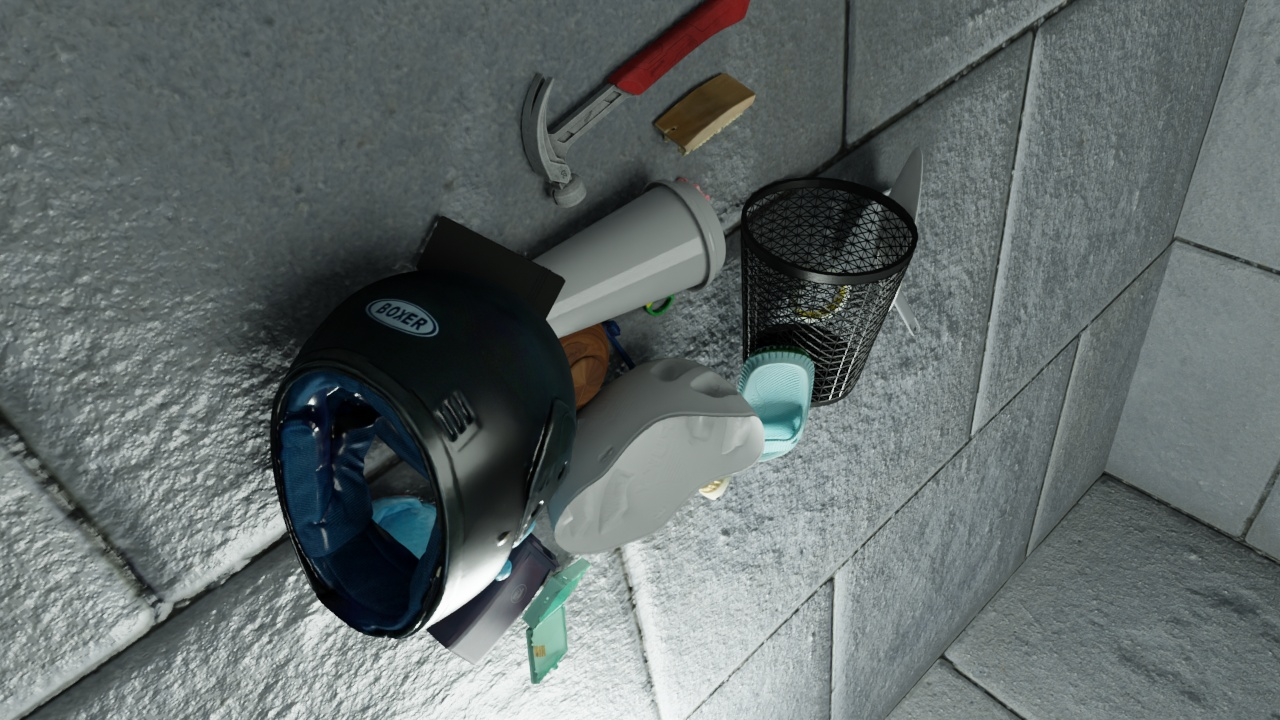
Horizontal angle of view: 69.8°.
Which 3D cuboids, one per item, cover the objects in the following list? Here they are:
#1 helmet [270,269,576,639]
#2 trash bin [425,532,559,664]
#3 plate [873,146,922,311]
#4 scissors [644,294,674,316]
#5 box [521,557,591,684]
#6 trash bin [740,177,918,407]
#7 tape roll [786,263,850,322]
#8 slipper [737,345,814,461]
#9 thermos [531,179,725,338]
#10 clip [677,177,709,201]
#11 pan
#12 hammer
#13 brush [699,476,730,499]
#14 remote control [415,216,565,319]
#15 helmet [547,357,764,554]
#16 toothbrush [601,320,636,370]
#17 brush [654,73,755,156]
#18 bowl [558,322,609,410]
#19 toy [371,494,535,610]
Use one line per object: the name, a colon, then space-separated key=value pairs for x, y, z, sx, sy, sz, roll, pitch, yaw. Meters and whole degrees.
helmet: x=-0.178 y=0.070 z=0.835 sx=0.235 sy=0.249 sz=0.317 roll=-41 pitch=146 yaw=-53
trash bin: x=-0.185 y=0.267 z=1.095 sx=0.160 sy=0.092 sz=0.094 roll=-51 pitch=142 yaw=-15
plate: x=0.348 y=-0.182 z=1.273 sx=0.229 sy=0.030 sz=0.229 roll=11 pitch=88 yaw=-83
scissors: x=-0.001 y=-0.082 z=1.110 sx=0.130 sy=0.014 sz=0.071 roll=-12 pitch=124 yaw=-44
box: x=-0.110 y=0.329 z=1.184 sx=0.187 sy=0.057 sz=0.138 roll=37 pitch=71 yaw=-80
trash bin: x=0.230 y=-0.080 z=1.218 sx=0.216 sy=0.217 sz=0.244 roll=-31 pitch=142 yaw=-31
tape roll: x=0.262 y=-0.099 z=1.348 sx=0.094 sy=0.019 sz=0.094 roll=-9 pitch=130 yaw=-11
slipper: x=0.169 y=0.077 z=1.208 sx=0.116 sy=0.069 sz=0.277 roll=-1 pitch=145 yaw=-2
thermos: x=-0.029 y=-0.100 z=0.986 sx=0.221 sy=0.131 sz=0.132 roll=-28 pitch=134 yaw=-22
clip: x=0.067 y=-0.196 z=1.087 sx=0.060 sy=0.044 sz=0.023 roll=33 pitch=93 yaw=-39
pan: x=0.390 y=-0.137 z=1.469 sx=0.200 sy=0.051 sz=0.356 roll=-52 pitch=142 yaw=-7
hammer: x=0.004 y=-0.301 z=0.947 sx=0.315 sy=0.036 sz=0.126 roll=-44 pitch=138 yaw=-18
brush: x=0.169 y=0.107 z=1.404 sx=0.271 sy=0.062 sz=0.077 roll=-43 pitch=145 yaw=-24
remote control: x=-0.144 y=-0.084 z=0.886 sx=0.133 sy=0.013 sz=0.058 roll=27 pitch=96 yaw=-13
helmet: x=0.004 y=0.124 z=1.118 sx=0.282 sy=0.184 sz=0.224 roll=-51 pitch=143 yaw=-4
toothbrush: x=-0.007 y=0.007 z=1.159 sx=0.017 sy=0.016 sz=0.190 roll=-13 pitch=143 yaw=16
brush: x=0.073 y=-0.274 z=1.027 sx=0.117 sy=0.049 sz=0.039 roll=-41 pitch=158 yaw=-19
bowl: x=-0.084 y=0.011 z=1.038 sx=0.147 sy=0.069 sz=0.147 roll=-27 pitch=133 yaw=-33
toy: x=-0.208 y=0.190 z=0.999 sx=0.180 sy=0.115 sz=0.183 roll=-29 pitch=121 yaw=-6
